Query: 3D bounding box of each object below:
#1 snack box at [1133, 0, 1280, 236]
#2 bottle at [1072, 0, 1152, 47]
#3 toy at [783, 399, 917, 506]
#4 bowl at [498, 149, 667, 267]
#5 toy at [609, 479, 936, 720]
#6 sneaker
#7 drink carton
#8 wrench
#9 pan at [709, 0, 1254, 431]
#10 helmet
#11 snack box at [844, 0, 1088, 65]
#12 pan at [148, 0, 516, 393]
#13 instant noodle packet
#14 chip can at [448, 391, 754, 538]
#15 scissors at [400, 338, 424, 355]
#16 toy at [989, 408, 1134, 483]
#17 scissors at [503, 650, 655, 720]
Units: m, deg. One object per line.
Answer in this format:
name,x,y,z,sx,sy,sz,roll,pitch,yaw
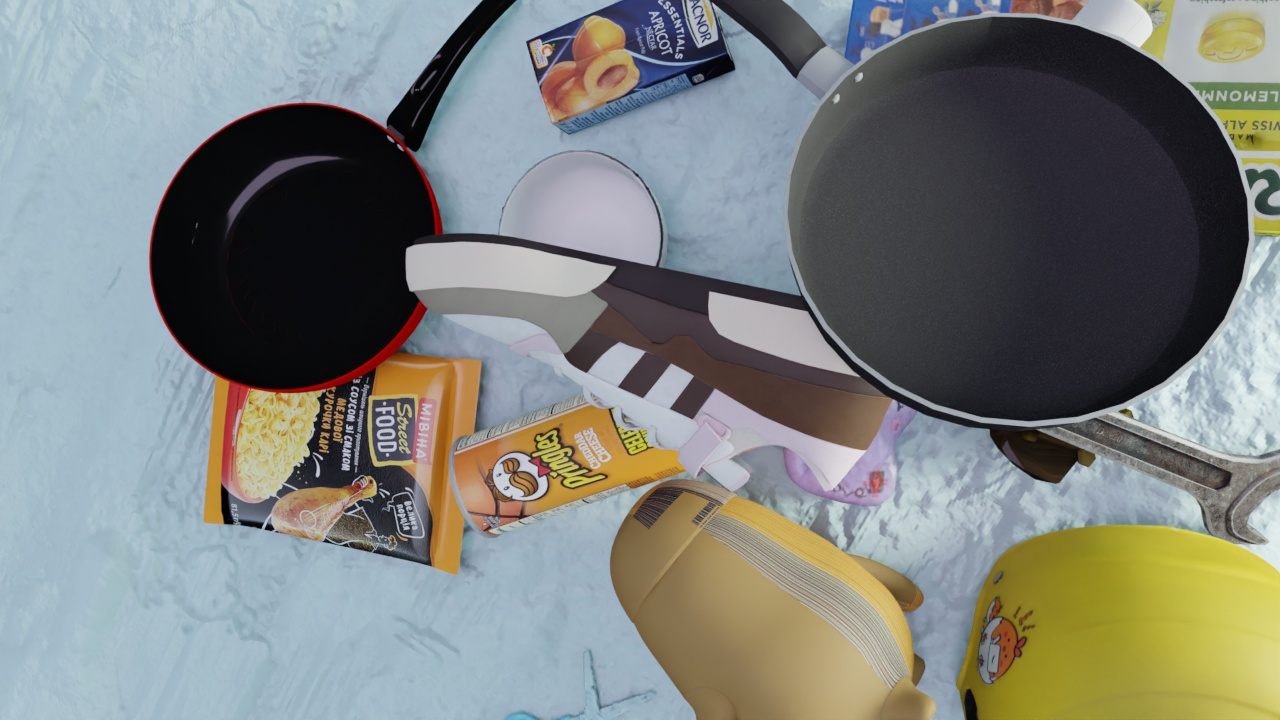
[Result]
snack box,0.339,-0.165,0.536,0.121,0.045,0.181,6,95,13
bottle,0.201,-0.119,0.500,0.084,0.046,0.174,41,101,7
toy,0.137,0.045,0.602,0.080,0.036,0.100,10,97,12
bowl,-0.034,-0.081,0.623,0.113,0.063,0.113,1,94,13
toy,0.067,0.165,0.578,0.203,0.198,0.163,40,146,12
sneaker,-0.003,0.003,0.532,0.294,0.111,0.116,13,96,9
drink carton,-0.005,-0.207,0.622,0.130,0.040,0.064,-17,89,14
wrench,0.274,0.044,0.529,0.273,0.010,0.070,21,110,-10
pan,0.118,-0.117,0.455,0.204,0.044,0.355,-44,74,-5
helmet,0.294,0.220,0.520,0.209,0.139,0.240,6,95,13
snack box,0.194,-0.122,0.562,0.155,0.069,0.203,8,95,13
pan,-0.195,-0.135,0.660,0.209,0.067,0.356,41,87,10
instant noodle packet,-0.231,0.063,0.696,0.221,0.032,0.160,8,95,13
chip can,-0.017,0.053,0.621,0.215,0.075,0.075,-21,88,14
scissors,-0.218,-0.057,0.696,0.170,0.028,0.139,4,92,9
toy,0.266,0.041,0.563,0.100,0.063,0.076,12,74,-4
scissors,-0.048,0.281,0.676,0.136,0.015,0.135,-6,86,13
